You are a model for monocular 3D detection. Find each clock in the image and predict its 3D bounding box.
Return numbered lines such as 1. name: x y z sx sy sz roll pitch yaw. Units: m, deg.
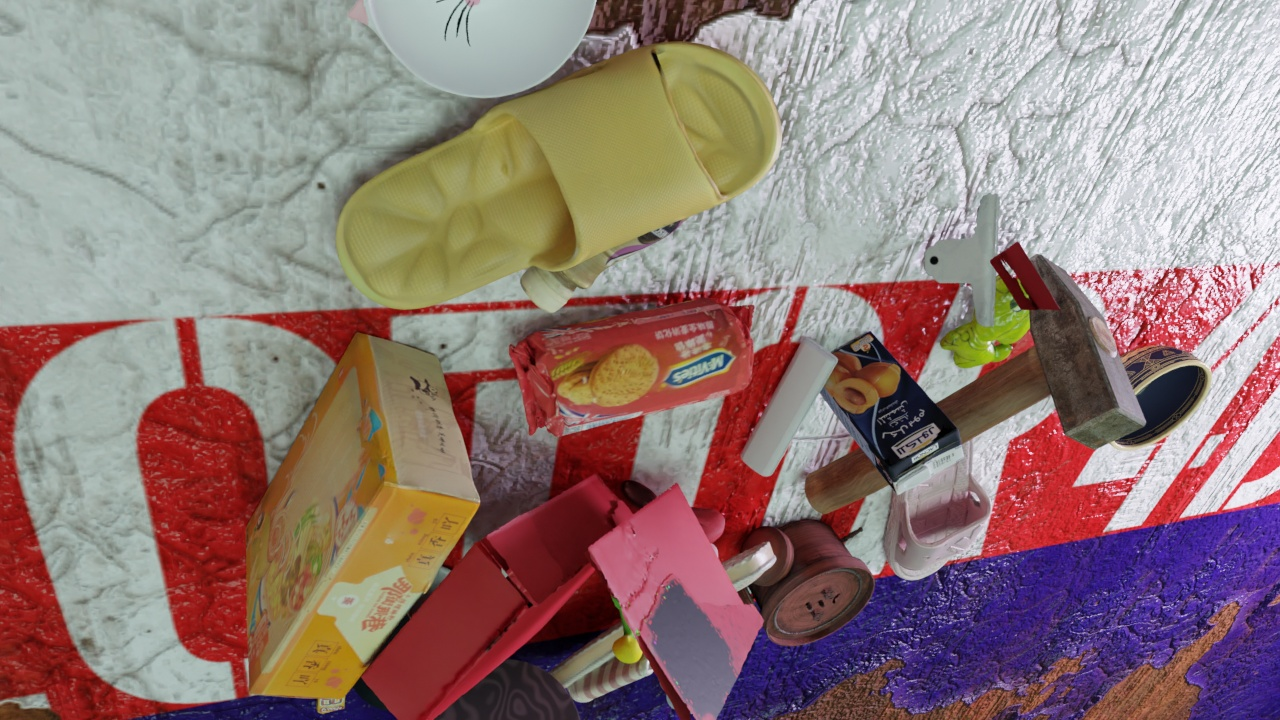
1. clock: 0.148 0.217 0.903 0.157 0.072 0.121 -2 129 -24

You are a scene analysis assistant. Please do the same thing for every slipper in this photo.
1. slipper: -0.051 -0.100 0.507 0.263 0.078 0.099 -21 98 7
2. slipper: 0.016 0.249 0.839 0.263 0.052 0.115 -35 170 15
3. slipper: 0.304 0.152 0.925 0.094 0.064 0.240 -19 132 -9

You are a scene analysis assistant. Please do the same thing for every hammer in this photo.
1. hammer: 0.247 0.050 0.763 0.037 0.157 0.302 23 137 -27

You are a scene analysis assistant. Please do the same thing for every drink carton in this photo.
1. drink carton: 0.196 0.040 0.734 0.064 0.130 0.040 -31 133 1

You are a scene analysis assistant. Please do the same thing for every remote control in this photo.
1. remote control: 0.122 0.041 0.768 0.012 0.033 0.131 -21 143 -50

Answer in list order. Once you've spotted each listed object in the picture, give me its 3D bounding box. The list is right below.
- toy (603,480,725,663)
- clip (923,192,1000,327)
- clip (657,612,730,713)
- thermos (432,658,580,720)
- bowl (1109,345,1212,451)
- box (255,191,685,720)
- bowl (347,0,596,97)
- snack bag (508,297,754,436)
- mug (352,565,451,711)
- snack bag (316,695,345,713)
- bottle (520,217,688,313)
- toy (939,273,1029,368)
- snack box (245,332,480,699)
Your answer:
1. toy: -0.003 0.176 0.775 0.124 0.096 0.132 17 120 7
2. clip: 0.252 -0.077 0.708 0.056 0.056 0.102 0 95 -9
3. clip: 0.068 0.322 0.989 0.112 0.028 0.163 -27 135 -4
4. thermos: -0.135 0.369 0.810 0.172 0.172 0.227 -4 142 -21
5. bowl: 0.490 0.027 0.904 0.112 0.061 0.113 -13 132 -15
6. box: -0.143 0.074 0.665 0.198 0.351 0.216 -45 172 15
7. bowl: -0.083 -0.197 0.462 0.114 0.050 0.115 -13 132 -15
8. snack bag: -0.004 0.004 0.655 0.176 0.082 0.082 -12 132 -14
9. mug: -0.178 0.229 0.769 0.095 0.085 0.121 -49 159 19
10. snack bag: -0.270 0.277 0.801 0.026 0.020 0.099 0 127 -23
11. bottle: -0.008 -0.095 0.577 0.166 0.059 0.059 -42 132 13
12. toy: 0.303 -0.032 0.789 0.094 0.036 0.094 -34 133 16
13. snack box: -0.185 0.106 0.607 0.080 0.145 0.196 19 118 -35
